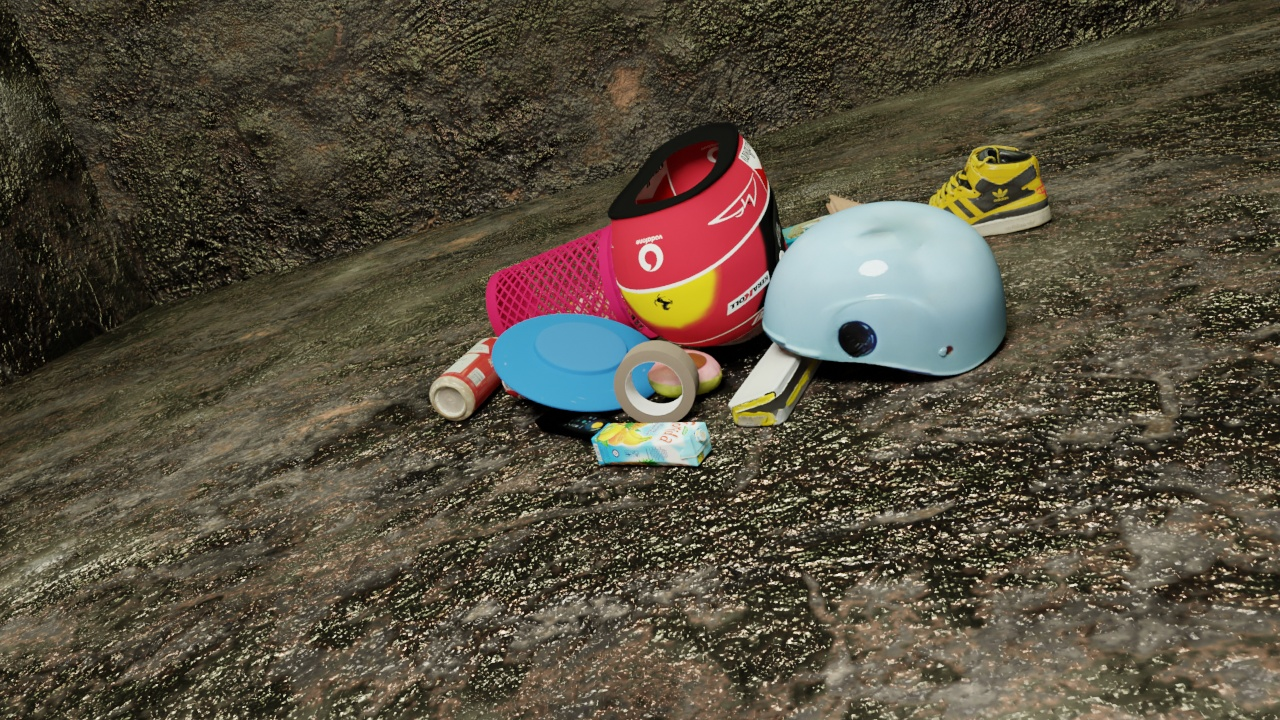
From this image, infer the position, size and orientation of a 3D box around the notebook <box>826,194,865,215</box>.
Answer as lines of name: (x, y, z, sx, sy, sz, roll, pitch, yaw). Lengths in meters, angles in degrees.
notebook: (0.367, -0.180, 1.275, 0.210, 0.022, 0.168, 17, 22, -1)

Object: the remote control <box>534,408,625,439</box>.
remote control: (-0.067, 0.079, 1.081, 0.041, 0.020, 0.152, -29, 23, -35)

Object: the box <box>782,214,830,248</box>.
box: (0.196, -0.174, 1.383, 0.227, 0.039, 0.181, -17, 16, 14)

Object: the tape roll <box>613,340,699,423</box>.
tape roll: (0.018, 0.026, 1.040, 0.094, 0.094, 0.030, -10, 20, 18)

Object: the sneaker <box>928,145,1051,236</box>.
sneaker: (0.484, -0.251, 1.383, 0.239, 0.122, 0.085, -4, 21, 30)

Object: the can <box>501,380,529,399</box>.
can: (-0.132, 0.021, 1.226, 0.105, 0.064, 0.064, 2, 26, 43)

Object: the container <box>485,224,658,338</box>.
container: (-0.103, -0.099, 1.376, 0.226, 0.183, 0.182, -13, 19, 22)

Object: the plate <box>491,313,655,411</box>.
plate: (-0.077, -0.010, 1.177, 0.224, 0.024, 0.223, 6, 33, -4)

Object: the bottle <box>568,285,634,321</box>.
bottle: (-0.060, -0.088, 1.477, 0.109, 0.063, 0.063, -13, 19, 10)

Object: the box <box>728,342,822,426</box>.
box: (0.159, 0.010, 1.044, 0.066, 0.045, 0.209, -8, 21, 30)

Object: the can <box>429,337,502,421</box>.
can: (-0.235, 0.023, 1.306, 0.067, 0.067, 0.169, -9, 20, 20)

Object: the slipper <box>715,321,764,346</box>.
slipper: (0.156, -0.087, 1.292, 0.094, 0.064, 0.238, 2, 25, 44)

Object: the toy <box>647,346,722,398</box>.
toy: (0.049, 0.013, 1.114, 0.090, 0.051, 0.110, -11, 15, -6)

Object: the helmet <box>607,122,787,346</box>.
helmet: (0.081, -0.137, 1.145, 0.198, 0.225, 0.270, -9, 33, 32)

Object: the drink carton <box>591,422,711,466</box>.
drink carton: (0.012, 0.087, 0.958, 0.129, 0.038, 0.044, -3, 23, 33)

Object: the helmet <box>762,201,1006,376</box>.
helmet: (0.265, -0.090, 1.020, 0.266, 0.167, 0.224, 0, 24, 18)
